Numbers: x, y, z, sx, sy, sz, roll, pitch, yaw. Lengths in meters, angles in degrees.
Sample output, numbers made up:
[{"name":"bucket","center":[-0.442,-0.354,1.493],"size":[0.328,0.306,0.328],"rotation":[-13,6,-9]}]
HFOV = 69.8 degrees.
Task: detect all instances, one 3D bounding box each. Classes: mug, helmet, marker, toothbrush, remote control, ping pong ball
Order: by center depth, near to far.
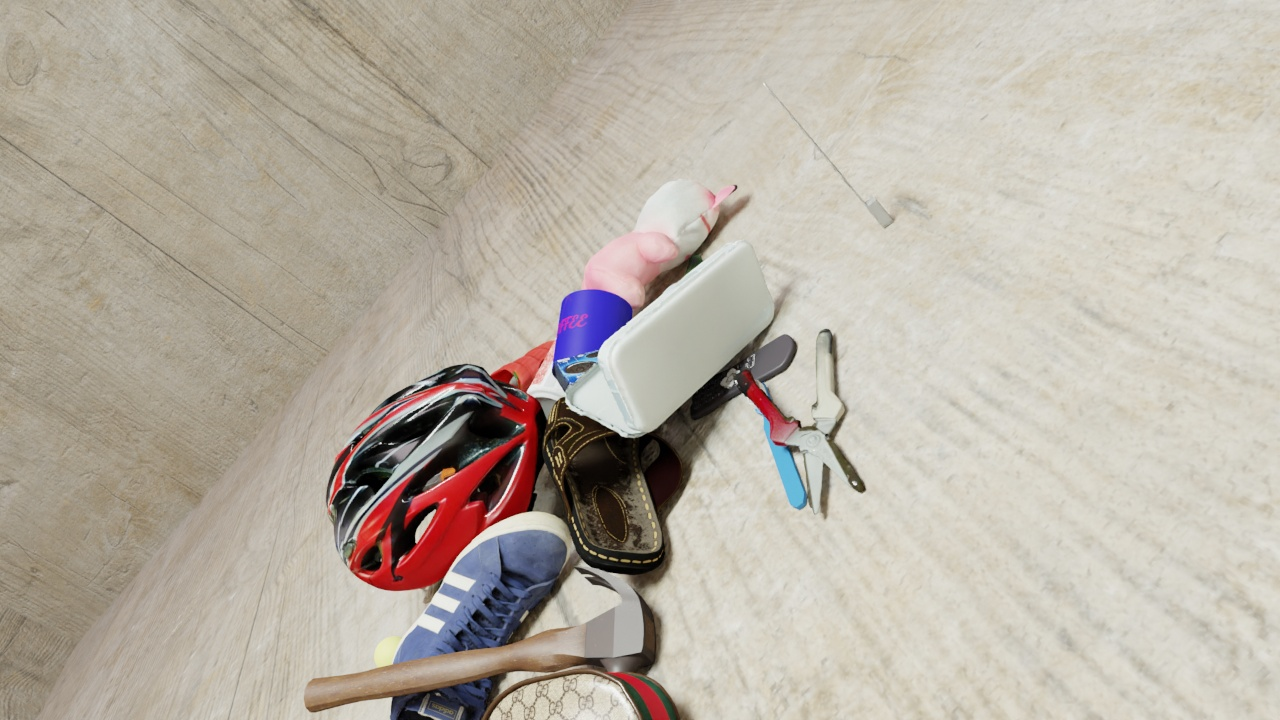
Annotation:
[{"name":"toothbrush","center":[0.107,0.063,0.738],"size":[0.016,0.014,0.166],"rotation":[-42,25,17]},{"name":"toothbrush","center":[0.164,-0.176,0.787],"size":[0.010,0.181,0.010],"rotation":[-36,32,24]},{"name":"remote control","center":[0.092,0.014,0.846],"size":[0.125,0.009,0.046],"rotation":[-33,28,34]},{"name":"helmet","center":[-0.217,0.117,0.941],"size":[0.272,0.167,0.217],"rotation":[-36,29,20]},{"name":"ping pong ball","center":[-0.268,0.319,0.995],"size":[0.040,0.040,0.040],"rotation":[-40,25,22]},{"name":"mug","center":[-0.040,-0.015,1.005],"size":[0.079,0.111,0.083],"rotation":[-23,51,43]},{"name":"marker","center":[0.047,-0.068,1.045],"size":[0.017,0.017,0.146],"rotation":[-27,31,42]}]

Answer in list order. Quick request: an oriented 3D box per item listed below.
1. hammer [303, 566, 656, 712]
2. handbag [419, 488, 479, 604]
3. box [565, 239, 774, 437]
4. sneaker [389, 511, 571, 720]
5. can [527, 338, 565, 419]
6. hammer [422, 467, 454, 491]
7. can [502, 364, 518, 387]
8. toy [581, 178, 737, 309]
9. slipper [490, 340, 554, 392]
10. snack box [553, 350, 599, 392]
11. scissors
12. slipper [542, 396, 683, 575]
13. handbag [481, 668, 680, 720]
[{"name":"hammer","center":[-0.138,0.246,0.743],"size":[0.324,0.033,0.115],"rotation":[-17,45,19]},{"name":"handbag","center":[-0.211,0.207,1.070],"size":[0.199,0.062,0.175],"rotation":[-40,23,43]},{"name":"box","center":[0.015,-0.019,0.854],"size":[0.214,0.106,0.125],"rotation":[-38,24,-33]},{"name":"sneaker","center":[-0.150,0.249,0.821],"size":[0.233,0.091,0.118],"rotation":[-45,19,12]},{"name":"can","center":[-0.072,0.008,1.068],"size":[0.078,0.078,0.135],"rotation":[-21,36,49]},{"name":"hammer","center":[-0.246,0.160,1.208],"size":[0.315,0.035,0.137],"rotation":[-22,33,47]},{"name":"can","center":[-0.203,0.062,1.214],"size":[0.054,0.054,0.135],"rotation":[-22,19,48]},{"name":"toy","center":[0.018,-0.144,1.110],"size":[0.212,0.084,0.142],"rotation":[-45,12,-17]},{"name":"slipper","center":[-0.160,0.033,1.151],"size":[0.248,0.059,0.104],"rotation":[-48,14,-25]},{"name":"snack box","center":[-0.005,0.005,0.910],"size":[0.150,0.027,0.082],"rotation":[-14,18,-13]},{"name":"scissors","center":[0.127,0.039,0.723],"size":[0.188,0.015,0.178],"rotation":[5,49,48]},{"name":"slipper","center":[-0.026,0.087,0.833],"size":[0.267,0.113,0.076],"rotation":[-105,27,-60]},{"name":"handbag","center":[-0.036,0.277,0.602],"size":[0.167,0.063,0.138],"rotation":[-22,62,31]}]
